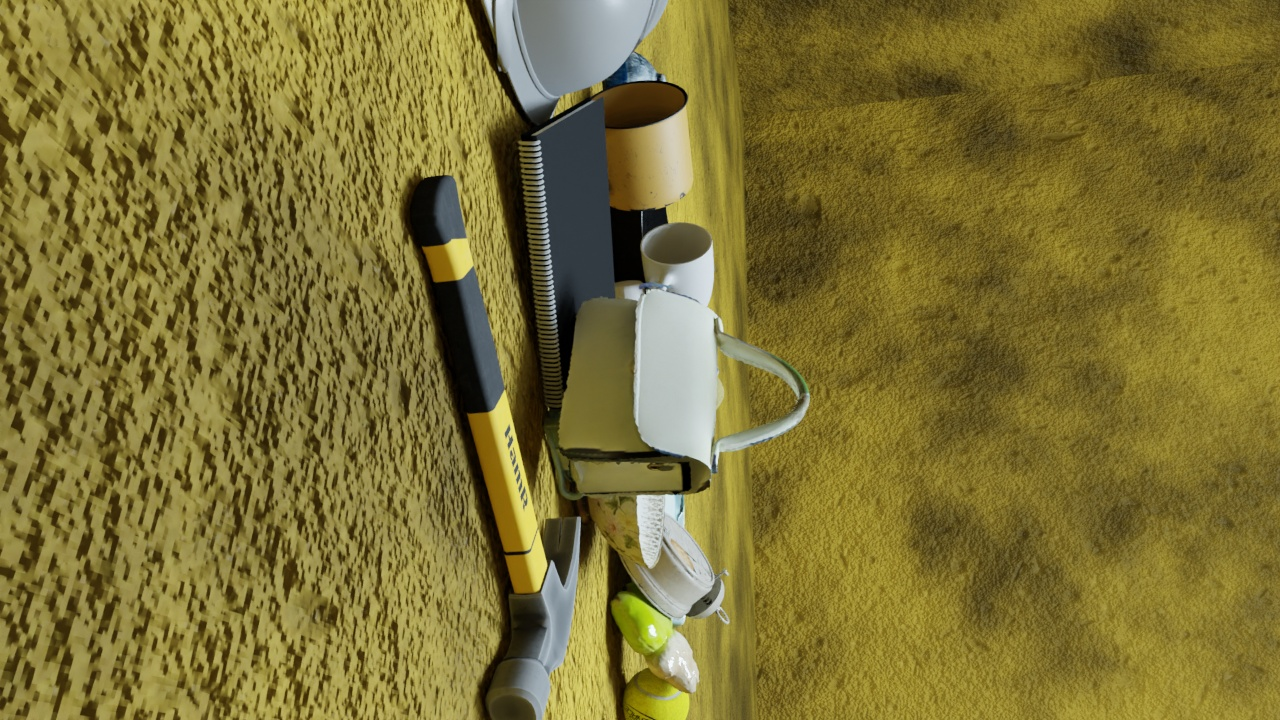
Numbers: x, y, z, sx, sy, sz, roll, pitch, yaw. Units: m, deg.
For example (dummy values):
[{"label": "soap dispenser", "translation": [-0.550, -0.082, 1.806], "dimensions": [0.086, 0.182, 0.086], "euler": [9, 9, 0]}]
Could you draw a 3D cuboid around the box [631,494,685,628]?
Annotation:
[{"label": "box", "translation": [0.015, 0.196, 1.029], "dimensions": [0.126, 0.074, 0.197], "euler": [40, 43, -51]}]

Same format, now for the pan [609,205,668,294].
[{"label": "pan", "translation": [0.009, -0.180, 1.087], "dimensions": [0.204, 0.044, 0.354], "euler": [73, 17, -51]}]

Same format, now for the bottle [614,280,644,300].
[{"label": "bottle", "translation": [-0.006, 0.006, 0.945], "dimensions": [0.083, 0.046, 0.174], "euler": [-60, 146, -71]}]

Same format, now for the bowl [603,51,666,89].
[{"label": "bowl", "translation": [-0.001, -0.293, 1.026], "dimensions": [0.114, 0.061, 0.114], "euler": [-3, 89, -78]}]

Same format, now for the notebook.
[{"label": "notebook", "translation": [-0.051, -0.086, 0.714], "dimensions": [0.148, 0.016, 0.207], "euler": [-58, 149, -59]}]

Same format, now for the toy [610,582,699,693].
[{"label": "toy", "translation": [0.016, 0.269, 0.888], "dimensions": [0.118, 0.043, 0.092], "euler": [52, 5, 9]}]

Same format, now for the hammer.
[{"label": "hammer", "translation": [-0.086, 0.048, 0.556], "dimensions": [0.169, 0.034, 0.325], "euler": [-75, 158, -63]}]

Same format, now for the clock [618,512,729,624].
[{"label": "clock", "translation": [0.044, 0.212, 0.921], "dimensions": [0.157, 0.061, 0.103], "euler": [47, 10, -20]}]

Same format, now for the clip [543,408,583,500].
[{"label": "clip", "translation": [-0.057, 0.073, 0.716], "dimensions": [0.042, 0.023, 0.076], "euler": [-74, 156, -55]}]

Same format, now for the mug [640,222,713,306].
[{"label": "mug", "translation": [0.034, -0.071, 0.922], "dimensions": [0.089, 0.071, 0.107], "euler": [81, 24, -43]}]

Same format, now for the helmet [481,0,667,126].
[{"label": "helmet", "translation": [-0.039, -0.285, 0.649], "dimensions": [0.271, 0.118, 0.183], "euler": [74, 16, -65]}]

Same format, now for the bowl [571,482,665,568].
[{"label": "bowl", "translation": [-0.020, 0.104, 0.789], "dimensions": [0.145, 0.063, 0.145], "euler": [-2, 89, -79]}]

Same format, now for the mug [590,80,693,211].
[{"label": "mug", "translation": [-0.008, -0.202, 0.893], "dimensions": [0.123, 0.100, 0.094], "euler": [-36, 136, -27]}]

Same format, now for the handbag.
[{"label": "handbag", "translation": [0.034, 0.019, 0.668], "dimensions": [0.074, 0.176, 0.151], "euler": [79, 14, -53]}]

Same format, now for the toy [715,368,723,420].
[{"label": "toy", "translation": [0.049, 0.036, 1.110], "dimensions": [0.112, 0.096, 0.175], "euler": [39, 31, -27]}]

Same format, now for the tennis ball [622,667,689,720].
[{"label": "tennis ball", "translation": [0.015, 0.336, 0.901], "dimensions": [0.065, 0.065, 0.065], "euler": [-2, 89, -79]}]
